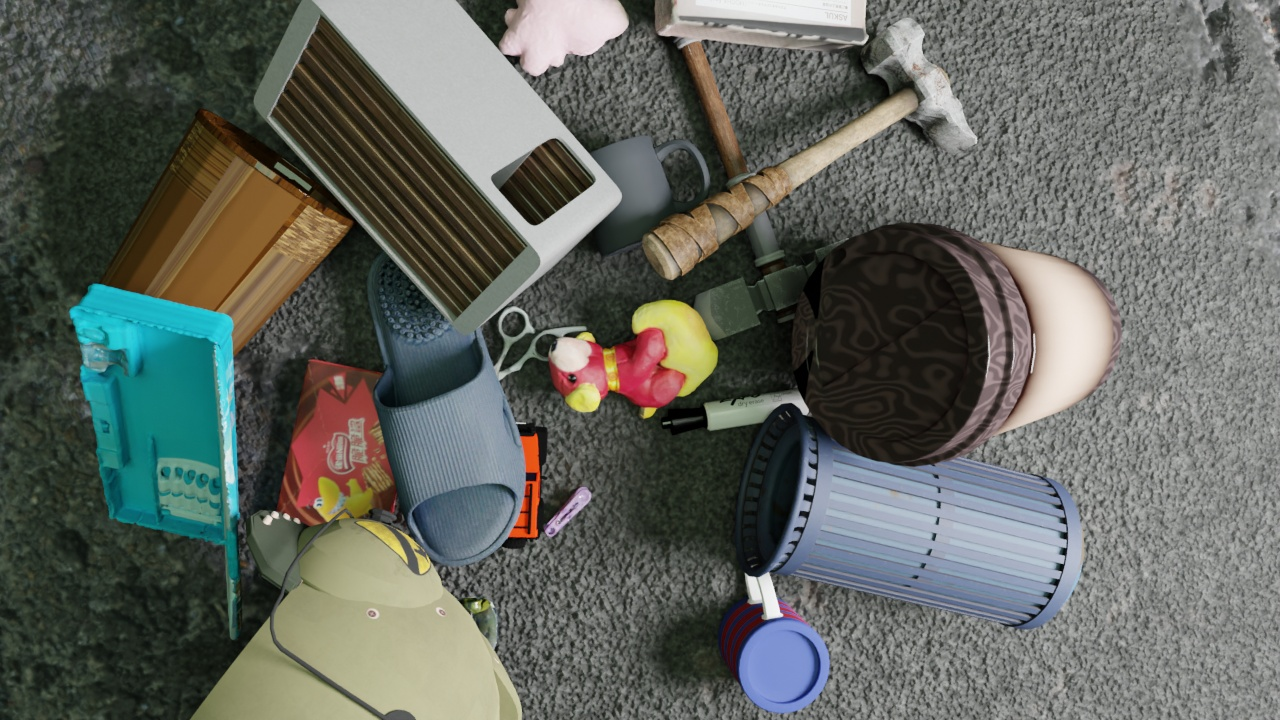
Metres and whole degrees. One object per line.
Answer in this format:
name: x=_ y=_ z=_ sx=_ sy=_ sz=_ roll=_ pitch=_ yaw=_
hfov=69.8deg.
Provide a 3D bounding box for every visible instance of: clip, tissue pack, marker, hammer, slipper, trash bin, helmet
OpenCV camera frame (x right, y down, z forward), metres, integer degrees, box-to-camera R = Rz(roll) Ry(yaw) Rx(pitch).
clip: x=-0.061 y=0.127 z=0.764 sx=0.053 sy=0.037 sz=0.013 roll=-44 pitch=95 yaw=9
tissue pack: x=0.096 y=-0.311 z=0.752 sx=0.181 sy=0.071 sz=0.104 roll=-3 pitch=93 yaw=-19
marker: x=0.080 y=0.044 z=0.781 sx=0.126 sy=0.025 sz=0.025 roll=-8 pitch=92 yaw=-7
hammer: x=0.135 y=-0.157 z=0.735 sx=0.318 sy=0.049 sz=0.121 roll=-34 pitch=94 yaw=-19
hammer: x=0.071 y=-0.186 z=0.769 sx=0.156 sy=0.043 sz=0.322 roll=-21 pitch=91 yaw=-6
slipper: x=-0.153 y=0.021 z=0.694 sx=0.101 sy=0.082 sz=0.263 roll=-13 pitch=77 yaw=-6
trash bin: x=-0.146 y=-0.154 z=0.678 sx=0.229 sy=0.115 sz=0.114 roll=48 pitch=43 yaw=-6
trash bin: x=0.218 y=0.132 z=0.745 sx=0.249 sy=0.139 sz=0.139 roll=15 pitch=89 yaw=-9
helmet: x=-0.204 y=0.236 z=0.615 sx=0.233 sy=0.256 sz=0.250 roll=36 pitch=87 yaw=-5

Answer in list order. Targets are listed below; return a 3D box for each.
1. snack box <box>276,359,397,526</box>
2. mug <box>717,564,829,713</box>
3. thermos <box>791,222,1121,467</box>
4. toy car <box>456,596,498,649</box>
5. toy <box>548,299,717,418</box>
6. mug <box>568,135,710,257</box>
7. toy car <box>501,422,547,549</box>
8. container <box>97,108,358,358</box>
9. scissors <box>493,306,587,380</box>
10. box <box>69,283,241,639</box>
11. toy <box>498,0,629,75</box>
snack box: x=-0.236 y=0.072 z=0.743 sx=0.089 sy=0.021 sz=0.133 roll=12 pitch=90 yaw=-8
mug: x=0.106 y=0.224 z=0.762 sx=0.075 sy=0.076 sz=0.112 roll=-9 pitch=93 yaw=-7
thermos: x=0.251 y=-0.016 z=0.699 sx=0.225 sy=0.173 sz=0.172 roll=-4 pitch=92 yaw=-39
toy car: x=-0.165 y=0.215 z=0.747 sx=0.105 sy=0.033 sz=0.048 roll=1 pitch=87 yaw=8
toy: x=-0.004 y=0.004 z=0.751 sx=0.137 sy=0.067 sz=0.106 roll=-12 pitch=119 yaw=-4
mug: x=0.004 y=-0.137 z=0.737 sx=0.105 sy=0.071 sz=0.077 roll=-20 pitch=94 yaw=14
toy car: x=-0.102 y=0.101 z=0.747 sx=0.051 sy=0.049 sz=0.100 roll=3 pitch=91 yaw=-7
container: x=-0.315 y=-0.077 z=0.681 sx=0.132 sy=0.132 sz=0.167 roll=37 pitch=92 yaw=-7
scissors: x=-0.116 y=0.020 z=0.756 sx=0.090 sy=0.014 sz=0.171 roll=28 pitch=81 yaw=-5
box: x=-0.310 y=0.069 z=0.643 sx=0.172 sy=0.228 sz=0.083 roll=36 pitch=43 yaw=16
toy: x=-0.071 y=-0.275 z=0.739 sx=0.099 sy=0.053 sz=0.096 roll=40 pitch=88 yaw=-8
